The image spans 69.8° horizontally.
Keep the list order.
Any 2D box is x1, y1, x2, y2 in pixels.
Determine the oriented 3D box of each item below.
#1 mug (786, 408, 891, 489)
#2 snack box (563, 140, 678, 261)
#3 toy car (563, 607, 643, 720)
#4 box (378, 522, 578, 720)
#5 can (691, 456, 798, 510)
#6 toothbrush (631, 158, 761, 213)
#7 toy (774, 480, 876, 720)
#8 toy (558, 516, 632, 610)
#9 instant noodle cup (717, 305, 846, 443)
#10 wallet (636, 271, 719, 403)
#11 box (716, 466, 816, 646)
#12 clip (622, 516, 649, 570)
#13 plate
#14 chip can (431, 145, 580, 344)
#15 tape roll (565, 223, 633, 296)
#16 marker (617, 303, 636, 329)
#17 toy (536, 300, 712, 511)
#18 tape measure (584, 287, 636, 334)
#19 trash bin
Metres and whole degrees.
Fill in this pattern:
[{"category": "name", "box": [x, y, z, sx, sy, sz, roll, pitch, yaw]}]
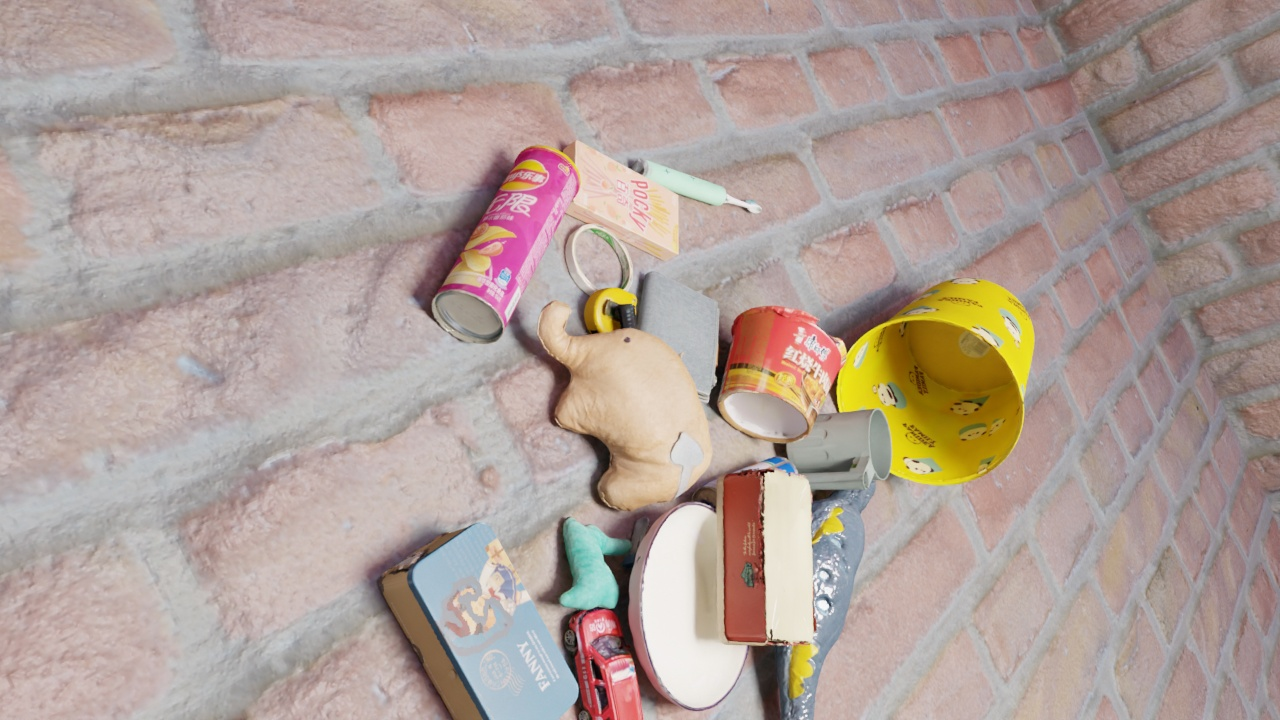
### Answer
[{"category": "mug", "box": [0.227, 0.111, 1.072, 0.123, 0.104, 0.084, -47, 124, -50]}, {"category": "snack box", "box": [-0.020, -0.178, 1.036, 0.157, 0.026, 0.084, 20, 59, -37]}, {"category": "toy car", "box": [-0.029, 0.278, 0.806, 0.052, 0.045, 0.120, 0, 70, -46]}, {"category": "box", "box": [-0.124, 0.225, 0.727, 0.089, 0.060, 0.184, -35, 95, -46]}, {"category": "can", "box": [0.116, 0.145, 1.000, 0.134, 0.053, 0.053, -13, 81, -46]}, {"category": "toothbrush", "box": [0.078, -0.213, 1.147, 0.224, 0.027, 0.027, 8, 44, -42]}, {"category": "toy", "box": [0.199, 0.233, 1.007, 0.138, 0.092, 0.355, 63, 40, -32]}, {"category": "toy", "box": [-0.042, 0.184, 0.836, 0.096, 0.030, 0.091, 13, 45, -38]}, {"category": "instant noodle cup", "box": [0.153, 0.022, 1.046, 0.138, 0.138, 0.108, 39, 58, -25]}, {"category": "wallet", "box": [0.041, -0.023, 1.019, 0.106, 0.037, 0.129, 24, 55, -22]}, {"category": "box", "box": [0.131, 0.194, 0.904, 0.091, 0.077, 0.168, 18, 67, -43]}, {"category": "clip", "box": [0.000, 0.179, 0.894, 0.029, 0.025, 0.056, 52, 40, -19]}, {"category": "plate", "box": [0.044, 0.234, 0.881, 0.192, 0.039, 0.192, 20, 65, -50]}, {"category": "chip can", "box": [-0.124, -0.114, 0.872, 0.071, 0.072, 0.210, 41, 48, -24]}, {"category": "tape roll", "box": [-0.043, -0.106, 0.989, 0.085, 0.014, 0.085, 21, 58, -37]}, {"category": "marker", "box": [-0.006, 0.006, 0.945, 0.022, 0.018, 0.131, -18, 103, -46]}, {"category": "toy", "box": [-0.015, 0.033, 0.895, 0.143, 0.083, 0.226, -32, 95, -25]}, {"category": "tape measure", "box": [-0.029, -0.047, 0.955, 0.057, 0.029, 0.060, 18, 78, -37]}, {"category": "trash bin", "box": [0.418, 0.010, 1.247, 0.229, 0.230, 0.254, 60, 37, -5]}]
